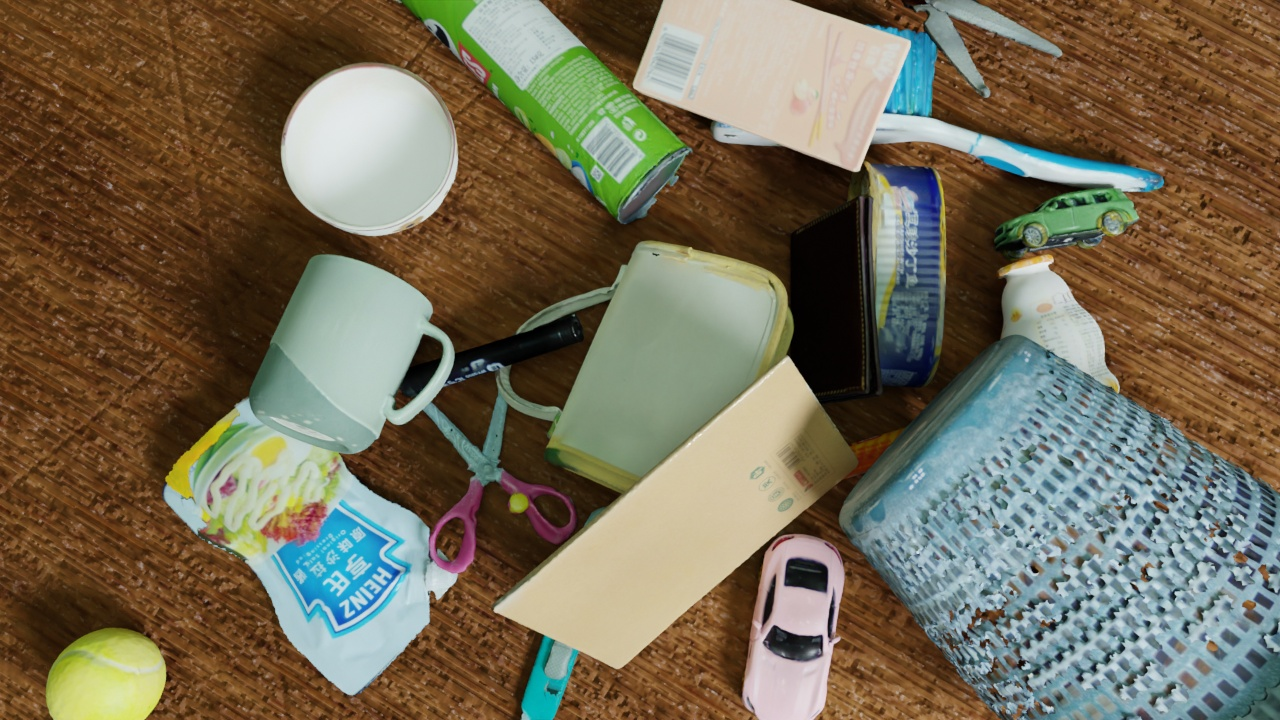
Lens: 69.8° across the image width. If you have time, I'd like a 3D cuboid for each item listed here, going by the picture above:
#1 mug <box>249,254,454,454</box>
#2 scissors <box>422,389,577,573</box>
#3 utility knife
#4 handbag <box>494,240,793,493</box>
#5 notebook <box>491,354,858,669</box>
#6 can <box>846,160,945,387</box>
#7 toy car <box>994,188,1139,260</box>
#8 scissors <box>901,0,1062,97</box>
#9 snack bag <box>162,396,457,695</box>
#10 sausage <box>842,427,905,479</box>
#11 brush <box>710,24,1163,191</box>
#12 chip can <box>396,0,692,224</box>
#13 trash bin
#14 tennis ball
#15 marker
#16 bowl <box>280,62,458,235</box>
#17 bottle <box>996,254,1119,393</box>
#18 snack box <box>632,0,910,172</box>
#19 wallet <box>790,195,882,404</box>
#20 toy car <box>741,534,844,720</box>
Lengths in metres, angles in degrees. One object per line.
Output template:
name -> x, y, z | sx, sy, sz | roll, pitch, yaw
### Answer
mug -> -0.177, 0.002, 0.581 | 0.112, 0.082, 0.106 | 15, 69, 6
scissors -> -0.105, 0.081, 0.606 | 0.133, 0.017, 0.128 | 46, 71, 2
utility knife -> -0.052, 0.191, 0.598 | 0.029, 0.013, 0.209 | 19, 83, 4
handbag -> -0.004, 0.003, 0.606 | 0.179, 0.063, 0.163 | 20, 80, 19
notebook -> 0.031, 0.099, 0.541 | 0.208, 0.148, 0.008 | -41, 50, 2
can -> 0.163, -0.056, 0.599 | 0.049, 0.075, 0.148 | 3, 83, -2
toy car -> 0.284, -0.092, 0.618 | 0.091, 0.043, 0.036 | -13, 85, -3
scissors -> 0.177, -0.266, 0.618 | 0.221, 0.022, 0.221 | 15, 60, 7
snack bag -> -0.213, 0.114, 0.600 | 0.191, 0.039, 0.110 | 45, 73, 6
sausage -> 0.113, 0.074, 0.608 | 0.165, 0.021, 0.021 | -16, 82, -2
brush -> 0.198, -0.169, 0.626 | 0.314, 0.060, 0.109 | 0, 87, 0
chip can -> -0.070, -0.197, 0.622 | 0.072, 0.072, 0.236 | -44, 84, -5
trash bin -> 0.230, 0.100, 0.508 | 0.195, 0.226, 0.226 | 43, 85, 12
tennis ball -> -0.334, 0.201, 0.574 | 0.065, 0.065, 0.065 | 0, 82, 1
marker -> -0.100, -0.003, 0.603 | 0.132, 0.020, 0.022 | -17, 48, 16
bowl -> -0.175, -0.135, 0.621 | 0.113, 0.062, 0.113 | 0, 83, 2
bottle -> 0.265, -0.013, 0.596 | 0.063, 0.063, 0.108 | -14, 83, -1
snack box -> 0.081, -0.187, 0.586 | 0.157, 0.026, 0.084 | 23, 100, 10
wallet -> 0.122, -0.034, 0.587 | 0.020, 0.096, 0.122 | 2, 82, -19
toy car -> 0.098, 0.173, 0.587 | 0.056, 0.037, 0.122 | 10, 83, 4
